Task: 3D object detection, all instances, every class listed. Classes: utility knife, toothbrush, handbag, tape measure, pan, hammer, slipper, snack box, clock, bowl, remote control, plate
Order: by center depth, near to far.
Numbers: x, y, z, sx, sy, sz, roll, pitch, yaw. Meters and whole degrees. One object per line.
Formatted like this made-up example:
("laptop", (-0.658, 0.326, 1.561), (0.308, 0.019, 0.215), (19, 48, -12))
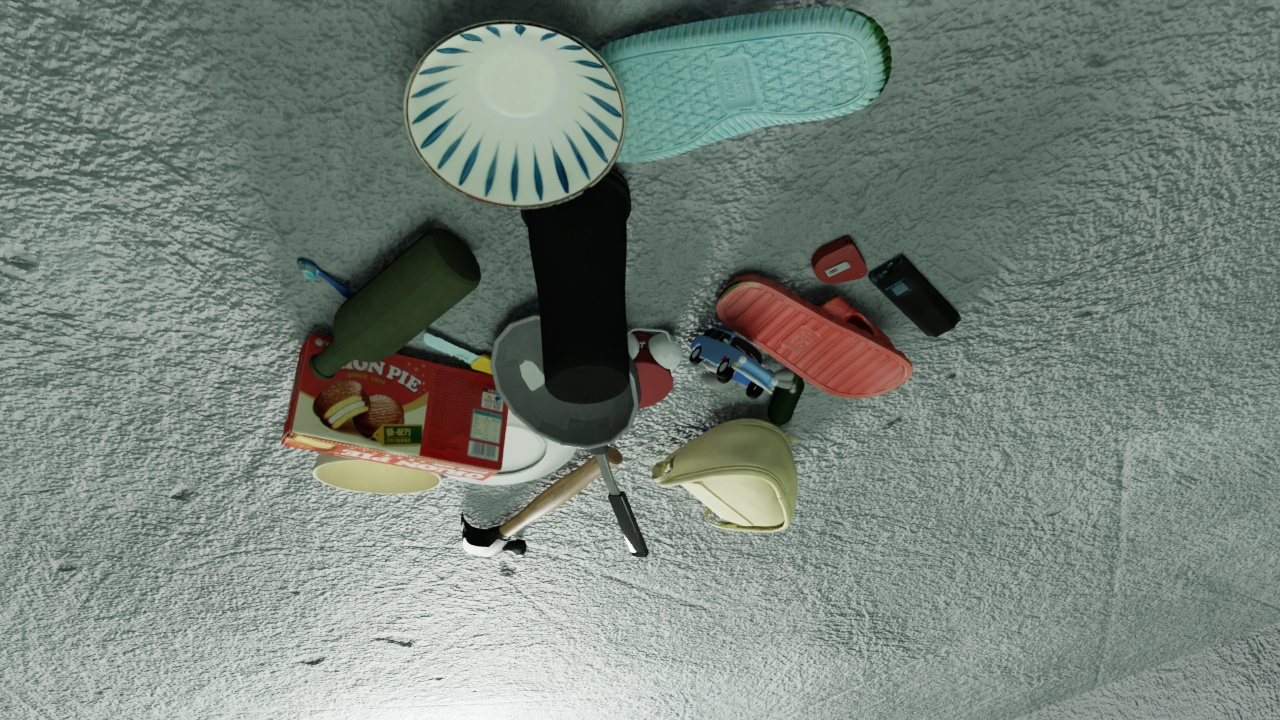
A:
("bowl", (-0.101, -0.214, 0.752), (0.177, 0.070, 0.178), (-3, 140, -3))
("slipper", (0.067, -0.235, 0.757), (0.277, 0.069, 0.116), (-3, 135, 25))
("toothbrush", (-0.296, -0.068, 0.951), (0.022, 0.017, 0.135), (-33, 135, 26))
("tape measure", (0.215, -0.103, 0.993), (0.051, 0.019, 0.059), (-24, 139, 20))
("snack box", (-0.268, 0.057, 1.029), (0.236, 0.113, 0.060), (15, 155, -27))
("slipper", (0.198, -0.034, 1.049), (0.248, 0.059, 0.104), (26, 134, -15))
("remote control", (0.318, -0.068, 1.054), (0.047, 0.022, 0.150), (-32, 136, 28))
("pan", (-0.052, 0.091, 1.068), (0.179, 0.041, 0.357), (-5, 121, 27))
("clock", (-0.006, 0.006, 1.070), (0.096, 0.048, 0.138), (4, 141, -15))
("utility knife", (-0.163, 0.012, 1.075), (0.031, 0.019, 0.217), (-39, 138, 27))
("bowl", (-0.315, 0.108, 1.112), (0.151, 0.075, 0.151), (-1, 157, -1))
("plate", (-0.185, 0.114, 1.204), (0.208, 0.015, 0.209), (-5, 142, -4))
("handbag", (0.134, 0.164, 1.261), (0.191, 0.088, 0.233), (-9, 147, 28))
("hammer", (-0.140, 0.202, 1.304), (0.132, 0.040, 0.306), (20, 135, -39))

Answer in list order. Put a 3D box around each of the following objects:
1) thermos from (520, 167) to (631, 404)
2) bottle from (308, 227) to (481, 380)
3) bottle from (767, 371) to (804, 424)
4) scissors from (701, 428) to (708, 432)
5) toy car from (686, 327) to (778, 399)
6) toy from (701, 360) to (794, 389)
("thermos", (-0.054, -0.073, 0.830), (0.106, 0.218, 0.106), (-4, 150, -3))
("bottle", (-0.255, -0.047, 0.922), (0.207, 0.071, 0.071), (-35, 135, 21))
("bottle", (0.189, 0.034, 1.154), (0.033, 0.033, 0.123), (0, 141, -10))
("scissors", (0.115, 0.123, 1.275), (0.130, 0.018, 0.111), (3, 138, -15))
("toy car", (0.103, -0.001, 1.019), (0.056, 0.153, 0.055), (33, 89, -20))
("toy", (0.130, 0.020, 1.116), (0.112, 0.030, 0.049), (3, 143, 6))
